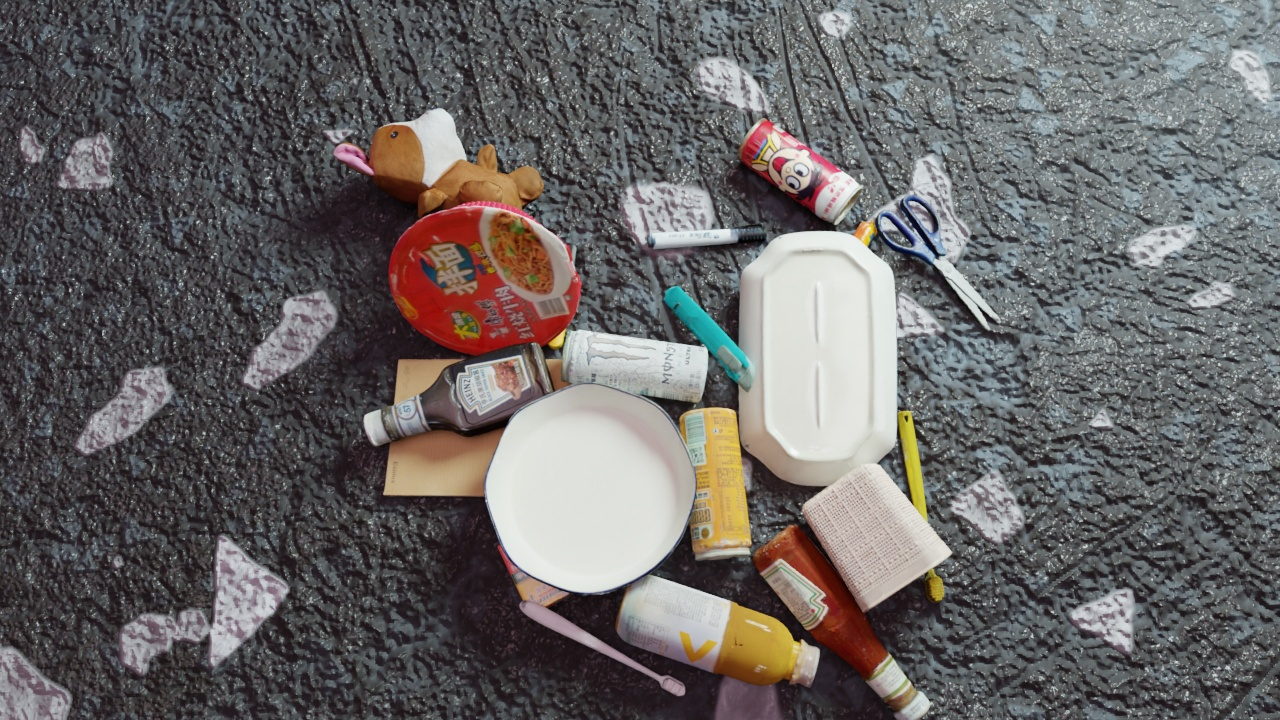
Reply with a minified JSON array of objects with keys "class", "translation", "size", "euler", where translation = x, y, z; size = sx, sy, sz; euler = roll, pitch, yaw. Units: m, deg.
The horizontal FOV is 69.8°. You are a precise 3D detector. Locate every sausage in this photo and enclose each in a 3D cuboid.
[{"class":"sausage","translation":[0.209,-0.085,0.977],"size":[0.021,0.021,0.165],"euler":[31,79,12]}]

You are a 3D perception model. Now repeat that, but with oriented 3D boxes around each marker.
[{"class":"marker","translation":[-0.084,-0.071,1.001],"size":[0.018,0.015,0.123],"euler":[6,73,4]},{"class":"marker","translation":[0.072,-0.136,1.005],"size":[0.131,0.018,0.022],"euler":[-3,66,3]}]

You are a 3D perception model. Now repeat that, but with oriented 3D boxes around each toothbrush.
[{"class":"toothbrush","translation":[0.278,0.143,0.911],"size":[0.016,0.017,0.190],"euler":[-6,74,2]},{"class":"toothbrush","translation":[-0.037,0.277,0.883],"size":[0.180,0.016,0.016],"euler":[28,78,1]}]

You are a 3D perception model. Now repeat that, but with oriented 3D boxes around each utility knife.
[{"class":"utility knife","translation":[0.071,-0.026,0.958],"size":[0.029,0.012,0.151],"euler":[-51,58,17]}]

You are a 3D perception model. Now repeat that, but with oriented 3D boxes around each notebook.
[{"class":"notebook","translation":[-0.160,0.070,0.969],"size":[0.211,0.012,0.149],"euler":[0,73,4]}]

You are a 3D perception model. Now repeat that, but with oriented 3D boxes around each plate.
[{"class":"plate","translation":[0.180,-0.006,0.931],"size":[0.162,0.034,0.265],"euler":[1,83,8]},{"class":"plate","translation":[-0.048,0.125,0.899],"size":[0.205,0.045,0.204],"euler":[-2,72,6]}]

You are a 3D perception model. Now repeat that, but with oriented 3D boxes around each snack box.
[{"class":"snack box","translation":[-0.057,0.184,0.920],"size":[0.155,0.027,0.077],"euler":[-28,73,-4]}]

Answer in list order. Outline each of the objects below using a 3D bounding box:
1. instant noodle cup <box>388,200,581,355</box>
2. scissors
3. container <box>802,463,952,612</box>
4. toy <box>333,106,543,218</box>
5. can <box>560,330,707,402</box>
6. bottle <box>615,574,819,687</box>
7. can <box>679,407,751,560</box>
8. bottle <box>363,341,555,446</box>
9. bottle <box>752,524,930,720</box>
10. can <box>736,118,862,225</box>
[{"class":"instant noodle cup","translation":[-0.156,-0.093,0.945],"size":[0.194,0.194,0.065],"euler":[-2,43,4]},{"class":"scissors","translation":[0.311,-0.098,0.972],"size":[0.124,0.012,0.173],"euler":[-5,71,-12]},{"class":"container","translation":[0.219,0.162,0.866],"size":[0.090,0.089,0.111],"euler":[-39,71,16]},{"class":"toy","translation":[-0.216,-0.205,0.995],"size":[0.200,0.139,0.131],"euler":[26,116,18]},{"class":"can","translation":[-0.006,0.006,0.945],"size":[0.147,0.058,0.058],"euler":[8,75,2]},{"class":"bottle","translation":[0.073,0.260,0.868],"size":[0.189,0.068,0.068],"euler":[16,76,9]},{"class":"can","translation":[0.074,0.122,0.911],"size":[0.058,0.058,0.146],"euler":[-6,74,3]},{"class":"bottle","translation":[-0.188,0.042,0.951],"size":[0.195,0.044,0.079],"euler":[-18,71,-1]},{"class":"bottle","translation":[0.191,0.250,0.868],"size":[0.059,0.060,0.206],"euler":[-39,78,-7]},{"class":"can","translation":[0.173,-0.205,0.997],"size":[0.133,0.053,0.053],"euler":[39,80,13]}]
